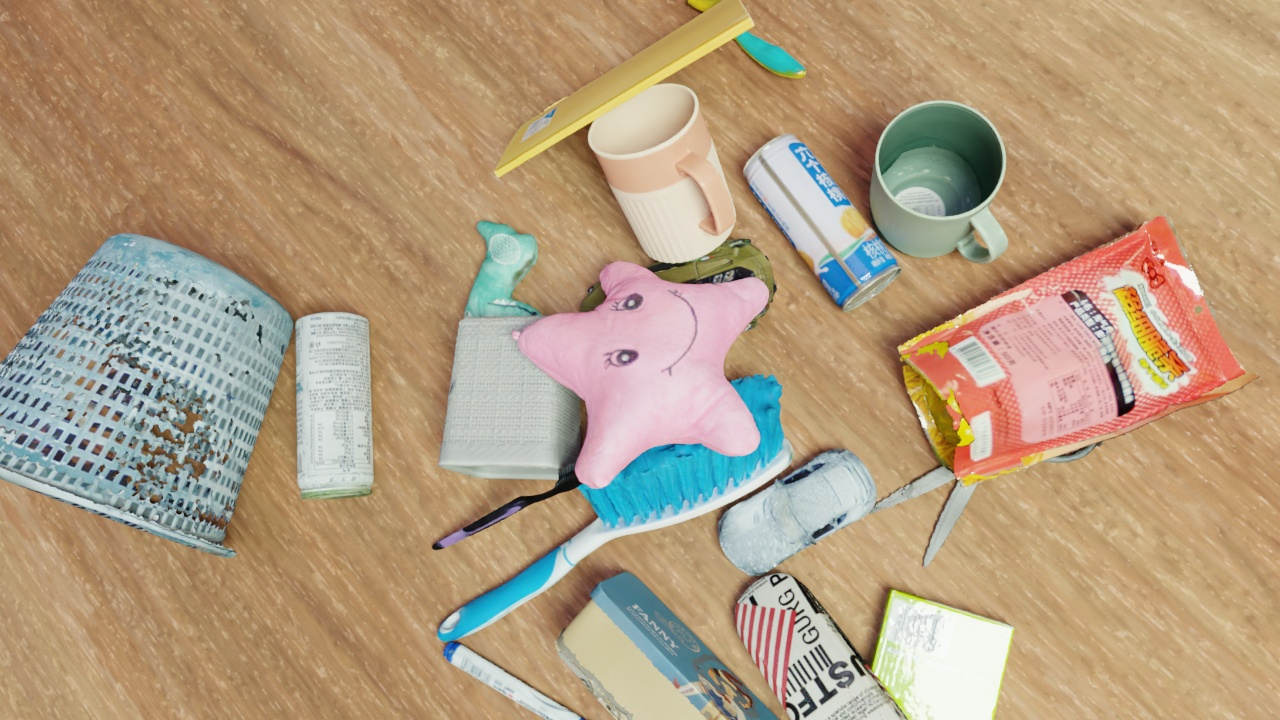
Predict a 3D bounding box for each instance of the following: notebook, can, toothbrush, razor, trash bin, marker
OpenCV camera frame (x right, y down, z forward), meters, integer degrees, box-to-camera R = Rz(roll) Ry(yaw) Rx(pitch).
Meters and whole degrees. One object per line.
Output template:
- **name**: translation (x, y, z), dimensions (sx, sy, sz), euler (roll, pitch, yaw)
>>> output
- **notebook**: translation (-0.013, -0.209, 0.687), dimensions (0.206, 0.145, 0.010), euler (-27, 113, 14)
- **can**: translation (-0.247, 0.037, 0.741), dimensions (0.058, 0.058, 0.146), euler (-7, 80, 10)
- **toothbrush**: translation (-0.100, 0.110, 0.678), dimensions (0.190, 0.014, 0.016), euler (-31, 44, 37)
- **razor**: translation (0.086, -0.266, 0.740), dimensions (0.043, 0.028, 0.132), euler (-35, 70, -20)
- **trash bin**: translation (-0.377, 0.020, 0.705), dimensions (0.227, 0.227, 0.194), euler (17, 72, 14)
- **can**: translation (0.135, -0.105, 0.690), dimensions (0.053, 0.053, 0.134), euler (-35, 76, 4)
- **marker**: translation (-0.086, 0.253, 0.693), dimensions (0.146, 0.017, 0.017), euler (25, 86, 14)

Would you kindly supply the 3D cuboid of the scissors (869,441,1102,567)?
- **scissors**: translation (0.249, 0.066, 0.661), dimensions (0.159, 0.014, 0.177), euler (3, 83, 14)

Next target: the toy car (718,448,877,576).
- **toy car**: translation (0.113, 0.110, 0.667), dimensions (0.121, 0.037, 0.054), euler (-32, 76, 7)

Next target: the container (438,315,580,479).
- **container**: translation (-0.094, 0.030, 0.697), dimensions (0.090, 0.090, 0.114), euler (0, 77, 11)

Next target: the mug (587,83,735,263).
- **mug**: translation (0.028, -0.129, 0.668), dimensions (0.081, 0.106, 0.114), euler (-39, 44, -11)

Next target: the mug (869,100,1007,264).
- **mug**: translation (0.214, -0.112, 0.647), dimensions (0.082, 0.106, 0.111), euler (-38, 75, 2)

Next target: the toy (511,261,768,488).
- **toy**: translation (-0.004, 0.004, 0.627), dimensions (0.178, 0.075, 0.194), euler (6, 53, 7)

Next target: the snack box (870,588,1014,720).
- **snack box**: translation (0.195, 0.246, 0.632), dimensions (0.086, 0.026, 0.156), euler (14, 83, 14)

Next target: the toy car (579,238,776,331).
- **toy car**: translation (0.026, -0.045, 0.710), dimensions (0.158, 0.042, 0.070), euler (-17, 77, 11)

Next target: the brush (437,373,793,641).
- **brush**: translation (-0.029, 0.116, 0.675), dimensions (0.314, 0.109, 0.060), euler (-24, 39, 2)

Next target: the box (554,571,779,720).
- **box**: translation (0.018, 0.225, 0.640), dimensions (0.184, 0.089, 0.060), euler (44, 97, 13)

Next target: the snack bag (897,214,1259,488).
- **snack bag**: translation (0.291, -0.002, 0.625), dimensions (0.208, 0.073, 0.128), euler (-24, 80, 1)

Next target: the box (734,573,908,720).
- **box**: translation (0.122, 0.218, 0.624), dimensions (0.164, 0.055, 0.070), euler (50, 117, 32)

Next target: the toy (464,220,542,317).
- **toy**: translation (-0.109, -0.062, 0.743), dimensions (0.096, 0.030, 0.092), euler (22, 89, 27)
